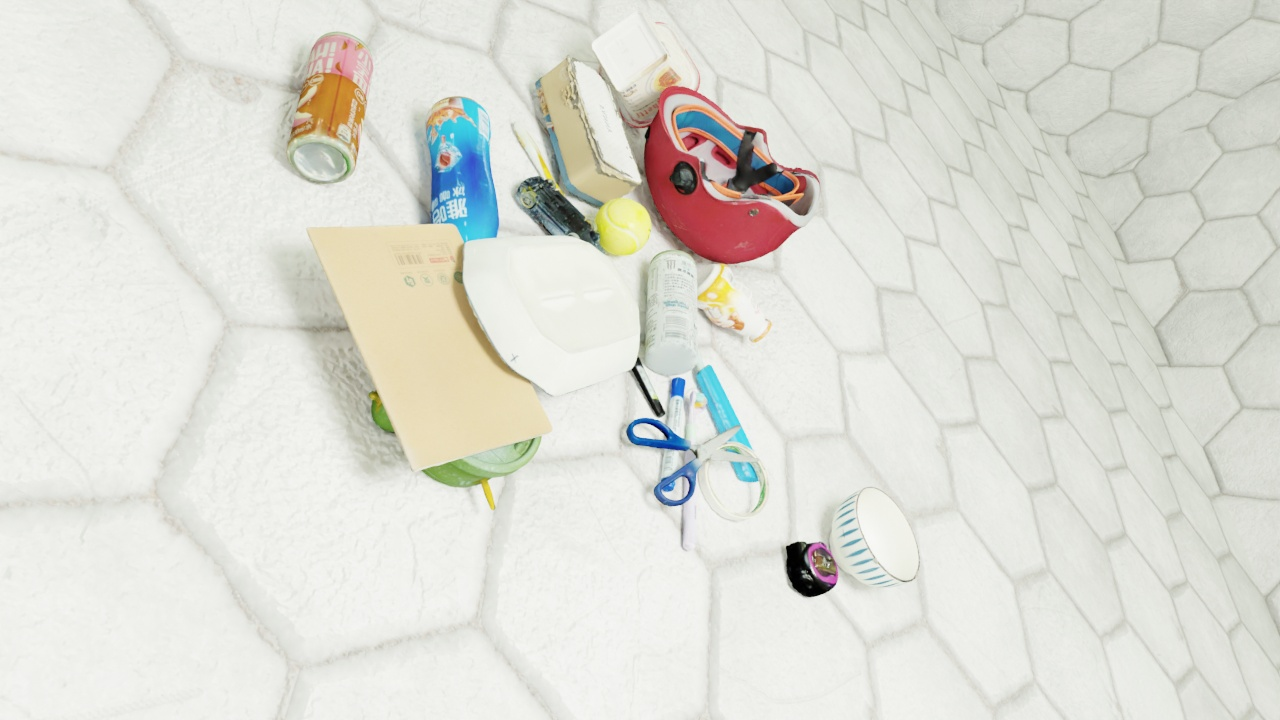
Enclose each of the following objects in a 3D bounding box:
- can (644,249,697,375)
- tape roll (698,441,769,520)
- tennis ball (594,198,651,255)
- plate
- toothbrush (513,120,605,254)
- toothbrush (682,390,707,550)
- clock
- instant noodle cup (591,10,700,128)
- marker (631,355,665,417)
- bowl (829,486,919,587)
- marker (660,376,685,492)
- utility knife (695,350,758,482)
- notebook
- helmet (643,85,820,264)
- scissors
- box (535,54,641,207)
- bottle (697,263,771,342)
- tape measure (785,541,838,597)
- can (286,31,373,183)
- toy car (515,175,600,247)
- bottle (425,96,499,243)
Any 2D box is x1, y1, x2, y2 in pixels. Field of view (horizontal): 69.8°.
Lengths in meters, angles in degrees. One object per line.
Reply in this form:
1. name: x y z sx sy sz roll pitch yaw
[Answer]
1. can: 0.035 -0.055 1.035 0.058 0.058 0.146 30 43 -29
2. tape roll: 0.102 0.129 0.987 0.085 0.014 0.085 15 60 -27
3. tennis ball: -0.020 -0.151 1.041 0.065 0.066 0.065 28 45 -32
4. plate: -0.068 -0.055 0.867 0.162 0.034 0.265 61 24 5
5. toothbrush: -0.092 -0.192 1.032 0.016 0.018 0.191 -24 82 -54
6. toothbrush: 0.056 0.113 0.960 0.029 0.021 0.188 50 34 -41
7. clock: -0.155 0.037 0.756 0.161 0.056 0.115 45 37 -13
8. instant noodle cup: 0.001 -0.377 1.173 0.116 0.116 0.124 60 12 7
9. marker: -0.006 0.006 0.981 0.124 0.015 0.018 62 28 5
10. bowl: 0.265 0.214 1.075 0.116 0.066 0.116 29 43 -31
11. marker: 0.035 0.076 0.969 0.017 0.017 0.145 34 41 -26
12. utility knife: 0.091 0.053 1.044 0.034 0.018 0.187 -11 72 -43
13. notebook: -0.165 -0.020 0.735 0.147 0.008 0.207 -13 72 -51
14. helmet: 0.092 -0.217 1.157 0.240 0.144 0.206 42 36 5
15. scissors: 0.052 0.093 0.947 0.160 0.012 0.163 39 40 -8
16. box: -0.060 -0.264 1.080 0.089 0.061 0.184 19 50 -51
17. bottle: 0.113 -0.068 1.125 0.108 0.063 0.063 40 39 -19
18. tape measure: 0.189 0.227 1.002 0.057 0.039 0.057 26 46 -33
19. can: -0.277 -0.228 0.824 0.058 0.058 0.147 25 47 -34
20. toy car: -0.090 -0.155 0.995 0.105 0.031 0.048 44 41 -1
21. bottle: -0.170 -0.155 0.882 0.065 0.065 0.218 17 52 -40
